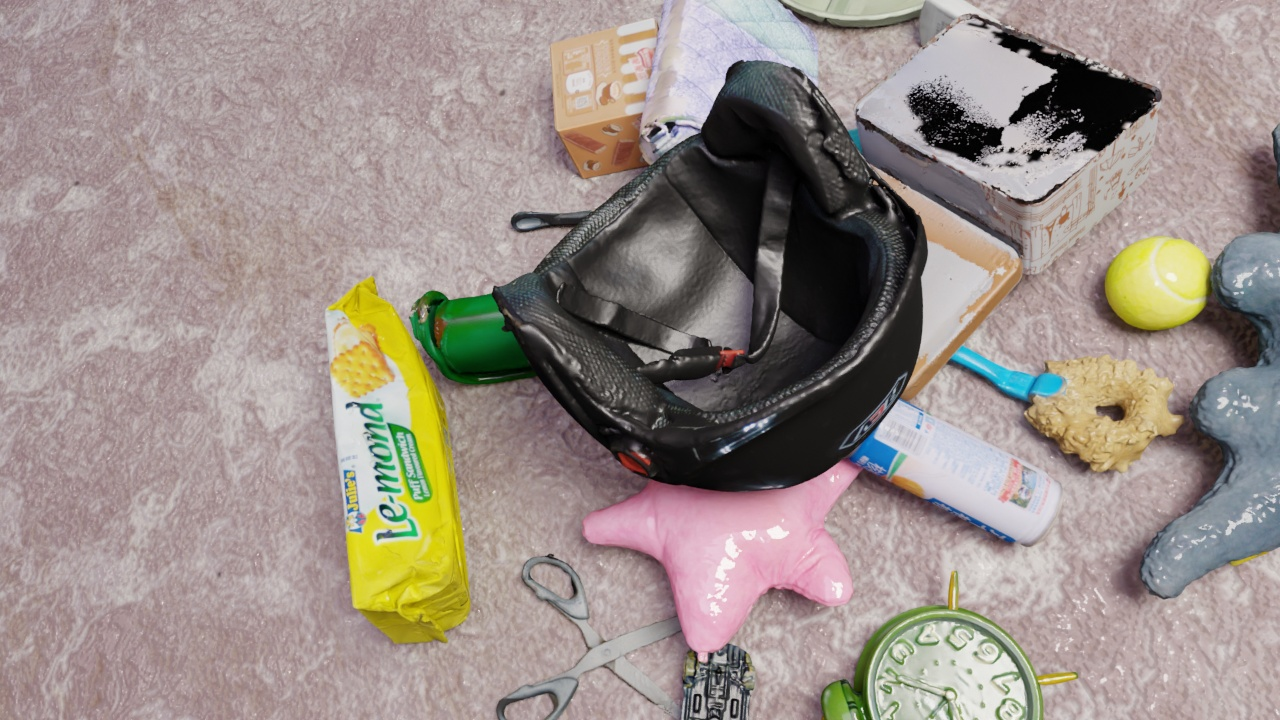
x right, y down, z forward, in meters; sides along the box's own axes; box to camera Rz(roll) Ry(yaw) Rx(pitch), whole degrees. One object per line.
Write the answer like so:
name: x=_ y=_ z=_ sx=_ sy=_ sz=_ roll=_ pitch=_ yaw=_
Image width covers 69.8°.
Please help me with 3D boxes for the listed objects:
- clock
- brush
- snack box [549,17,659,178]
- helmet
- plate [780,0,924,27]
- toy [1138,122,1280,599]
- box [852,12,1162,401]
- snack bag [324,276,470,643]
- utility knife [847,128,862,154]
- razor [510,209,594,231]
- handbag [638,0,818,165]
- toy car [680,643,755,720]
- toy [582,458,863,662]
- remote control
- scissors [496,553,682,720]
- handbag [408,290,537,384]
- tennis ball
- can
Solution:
clock: x=0.181 y=0.223 z=0.574 sx=0.161 sy=0.056 sz=0.116 roll=-46 pitch=65 yaw=-6
brush: x=0.247 y=0.002 z=0.655 sx=0.255 sy=0.046 sz=0.083 roll=27 pitch=78 yaw=27
snack box: x=-0.020 y=-0.223 z=0.788 sx=0.094 sy=0.077 sz=0.092 roll=-10 pitch=67 yaw=11
helmet: x=0.058 y=-0.028 z=0.574 sx=0.233 sy=0.230 sz=0.275 roll=-45 pitch=44 yaw=-6
plate: x=0.209 y=-0.392 z=0.826 sx=0.230 sy=0.027 sz=0.229 roll=-5 pitch=68 yaw=12
toy: x=0.424 y=-0.002 z=0.582 sx=0.138 sy=0.091 sz=0.355 roll=18 pitch=76 yaw=16
box: x=0.212 y=-0.115 z=0.666 sx=0.262 sy=0.088 sz=0.178 roll=-40 pitch=51 yaw=-5
snack bag: x=-0.172 y=0.081 z=0.668 sx=0.068 sy=0.158 sz=0.246 roll=-10 pitch=66 yaw=-9
utility knife: x=0.116 y=-0.157 z=0.764 sx=0.193 sy=0.013 sz=0.029 roll=-19 pitch=64 yaw=4
razor: x=-0.044 y=-0.121 z=0.786 sx=0.143 sy=0.022 sz=0.043 roll=1 pitch=113 yaw=18
handbag: x=0.070 y=-0.213 z=0.724 sx=0.134 sy=0.076 sz=0.193 roll=25 pitch=52 yaw=-21
toy car: x=0.048 y=0.242 z=0.610 sx=0.049 sy=0.031 sz=0.105 roll=6 pitch=69 yaw=5
toy: x=0.052 y=0.119 z=0.632 sx=0.195 sy=0.075 sz=0.178 roll=5 pitch=52 yaw=20
remote control: x=0.286 y=-0.241 z=0.731 sx=0.021 sy=0.058 sz=0.150 roll=-42 pitch=66 yaw=-8
scissors: x=-0.026 y=0.205 z=0.659 sx=0.177 sy=0.014 sz=0.159 roll=-22 pitch=68 yaw=1
handbag: x=-0.099 y=-0.031 z=0.710 sx=0.131 sy=0.120 sz=0.068 roll=-8 pitch=73 yaw=9
tennis ball: x=0.358 y=-0.053 z=0.634 sx=0.065 sy=0.065 sz=0.065 roll=-5 pitch=68 yaw=12
can: x=0.207 y=0.072 z=0.611 sx=0.134 sy=0.053 sz=0.053 roll=27 pitch=77 yaw=5
